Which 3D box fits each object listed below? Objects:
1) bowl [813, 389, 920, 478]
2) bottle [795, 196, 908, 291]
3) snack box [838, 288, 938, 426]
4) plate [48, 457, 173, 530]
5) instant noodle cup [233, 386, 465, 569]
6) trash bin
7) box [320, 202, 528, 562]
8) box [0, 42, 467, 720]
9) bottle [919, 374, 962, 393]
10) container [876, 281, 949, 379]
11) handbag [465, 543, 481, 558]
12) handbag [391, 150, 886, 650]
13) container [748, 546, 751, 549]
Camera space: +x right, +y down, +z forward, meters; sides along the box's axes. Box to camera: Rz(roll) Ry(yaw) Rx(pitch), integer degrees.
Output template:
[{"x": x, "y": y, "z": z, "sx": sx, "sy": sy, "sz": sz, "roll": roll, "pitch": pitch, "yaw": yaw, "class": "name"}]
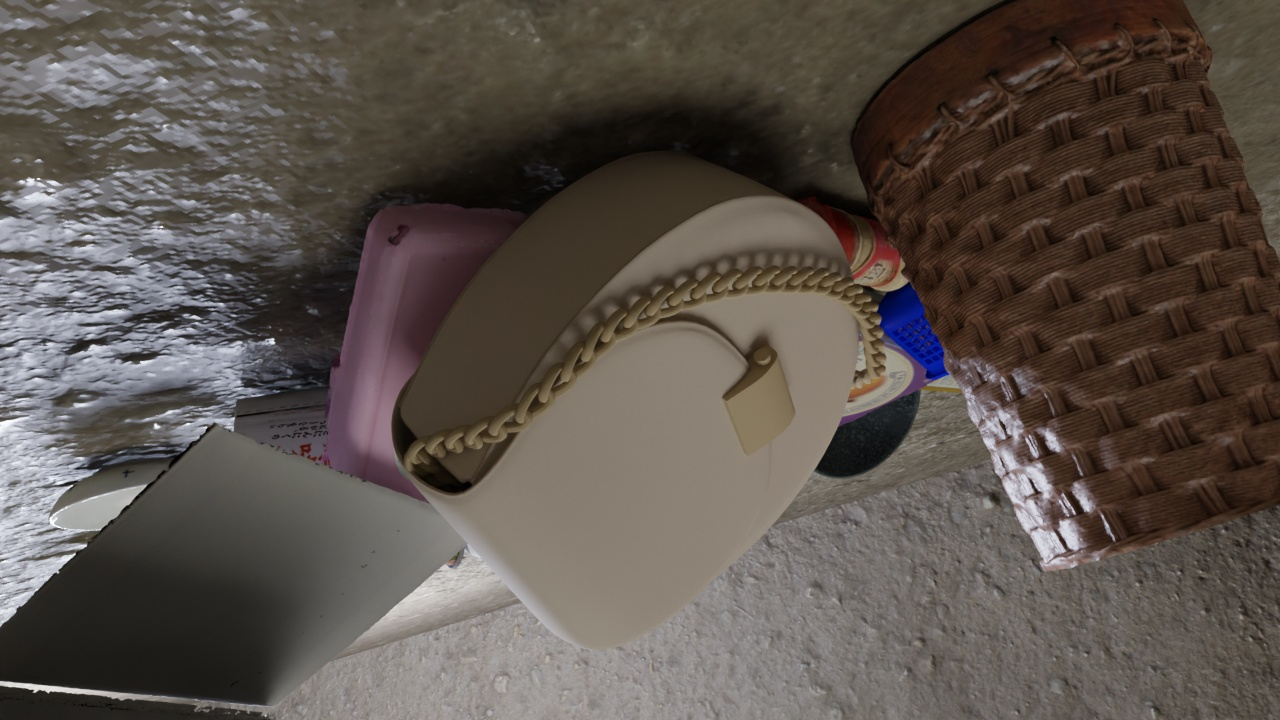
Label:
[{"x": 0.181, "y": 0.034, "z": 0.835, "sx": 0.137, "sy": 0.137, "sz": 0.057, "roll": -10, "pitch": -158, "yaw": -20, "class": "bowl"}, {"x": 0.116, "y": -0.062, "z": 0.513, "sx": 0.044, "sy": 0.044, "sz": 0.109, "roll": -29, "pitch": 160, "yaw": 38, "class": "bottle"}, {"x": 0.120, "y": -0.001, "z": 0.652, "sx": 0.148, "sy": 0.040, "sz": 0.144, "roll": 15, "pitch": 150, "yaw": -28, "class": "snack box"}, {"x": -0.324, "y": 0.083, "z": 0.595, "sx": 0.104, "sy": 0.026, "sz": 0.104, "roll": -15, "pitch": 165, "yaw": -4, "class": "plate"}, {"x": -0.172, "y": 0.065, "z": 0.542, "sx": 0.121, "sy": 0.123, "sz": 0.124, "roll": 0, "pitch": 159, "yaw": -21, "class": "instant noodle cup"}, {"x": 0.198, "y": -0.031, "z": 0.396, "sx": 0.151, "sy": 0.210, "sz": 0.151, "roll": -16, "pitch": 164, "yaw": -5, "class": "trash bin"}, {"x": -0.072, "y": 0.019, "z": 0.443, "sx": 0.152, "sy": 0.038, "sz": 0.202, "roll": -2, "pitch": 127, "yaw": -33, "class": "box"}, {"x": -0.167, "y": 0.065, "z": 0.425, "sx": 0.174, "sy": 0.421, "sz": 0.167, "roll": -5, "pitch": 155, "yaw": 29, "class": "box"}, {"x": 0.223, "y": -0.001, "z": 0.773, "sx": 0.186, "sy": 0.053, "sz": 0.053, "roll": 4, "pitch": 156, "yaw": -28, "class": "bottle"}, {"x": 0.201, "y": -0.050, "z": 0.556, "sx": 0.096, "sy": 0.058, "sz": 0.114, "roll": -50, "pitch": -178, "yaw": -30, "class": "container"}, {"x": -0.138, "y": 0.159, "z": 0.987, "sx": 0.176, "sy": 0.073, "sz": 0.152, "roll": 22, "pitch": 142, "yaw": -35, "class": "handbag"}, {"x": 0.004, "y": 0.016, "z": 0.425, "sx": 0.208, "sy": 0.103, "sz": 0.211, "roll": -42, "pitch": 138, "yaw": -14, "class": "handbag"}, {"x": -0.011, "y": 0.102, "z": 0.755, "sx": 0.246, "sy": 0.142, "sz": 0.185, "roll": -13, "pitch": 150, "yaw": -12, "class": "container"}]
